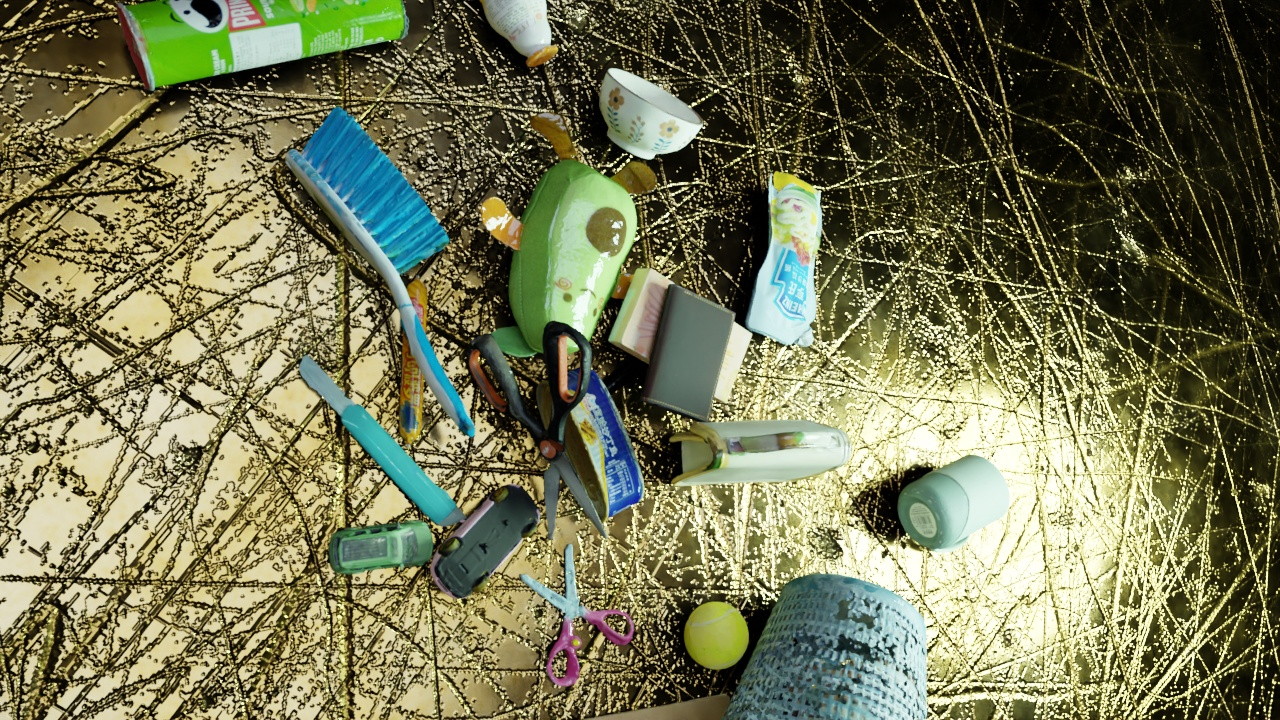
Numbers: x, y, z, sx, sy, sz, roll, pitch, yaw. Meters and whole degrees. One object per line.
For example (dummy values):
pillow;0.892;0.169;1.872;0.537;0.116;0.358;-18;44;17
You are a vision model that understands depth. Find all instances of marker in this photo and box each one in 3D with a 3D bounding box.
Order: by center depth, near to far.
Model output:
marker;-0.006;0.006;0.955;0.131;0.022;0.020;-36;61;-25

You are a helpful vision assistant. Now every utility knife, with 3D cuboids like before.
utility knife;-0.237;0.077;0.840;0.029;0.013;0.209;-45;103;-23

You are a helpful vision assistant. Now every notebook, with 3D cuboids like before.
notebook;0.002;0.418;0.898;0.207;0.008;0.147;0;81;-25

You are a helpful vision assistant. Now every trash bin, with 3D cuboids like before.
trash bin;0.189;0.328;0.898;0.226;0.227;0.194;36;53;-15

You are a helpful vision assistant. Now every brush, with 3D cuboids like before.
brush;-0.216;-0.082;0.838;0.109;0.061;0.314;-40;89;-19

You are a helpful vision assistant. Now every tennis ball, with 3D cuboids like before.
tennis ball;0.076;0.276;0.923;0.065;0.066;0.065;4;79;-24

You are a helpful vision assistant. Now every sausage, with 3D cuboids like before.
sausage;-0.213;0.000;0.860;0.021;0.021;0.165;4;80;-24

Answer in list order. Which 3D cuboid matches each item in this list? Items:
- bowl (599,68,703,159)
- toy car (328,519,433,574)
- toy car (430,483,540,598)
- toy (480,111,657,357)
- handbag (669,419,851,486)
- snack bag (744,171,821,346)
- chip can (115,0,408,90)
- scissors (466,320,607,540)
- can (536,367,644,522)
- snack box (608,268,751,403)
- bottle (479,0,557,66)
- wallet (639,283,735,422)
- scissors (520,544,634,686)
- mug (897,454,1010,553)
bowl;0.002;-0.253;0.969;0.113;0.113;0.062;23;114;-20
toy car;-0.229;0.167;0.819;0.091;0.036;0.043;-3;81;-29
toy car;-0.145;0.168;0.857;0.122;0.037;0.056;-46;109;-36
toy;-0.065;-0.115;0.907;0.226;0.090;0.246;22;75;-37
handbag;0.130;0.084;0.919;0.163;0.179;0.063;0;76;-24
snack bag;0.168;-0.111;1.039;0.110;0.039;0.190;24;68;-48
chip can;-0.334;-0.303;0.828;0.235;0.072;0.072;-23;91;-27
scissors;-0.087;0.060;0.853;0.221;0.223;0.021;44;36;13
can;-0.049;0.081;0.894;0.049;0.075;0.148;-23;92;-30
snack box;0.044;-0.024;0.955;0.157;0.026;0.084;29;76;-33
bottle;-0.125;-0.357;0.937;0.063;0.063;0.108;-30;94;-26
wallet;0.050;-0.005;0.932;0.096;0.020;0.122;21;81;-40
scissors;-0.059;0.246;0.895;0.128;0.017;0.133;2;77;-22
mug;0.360;0.178;1.070;0.106;0.082;0.112;-20;121;-27
